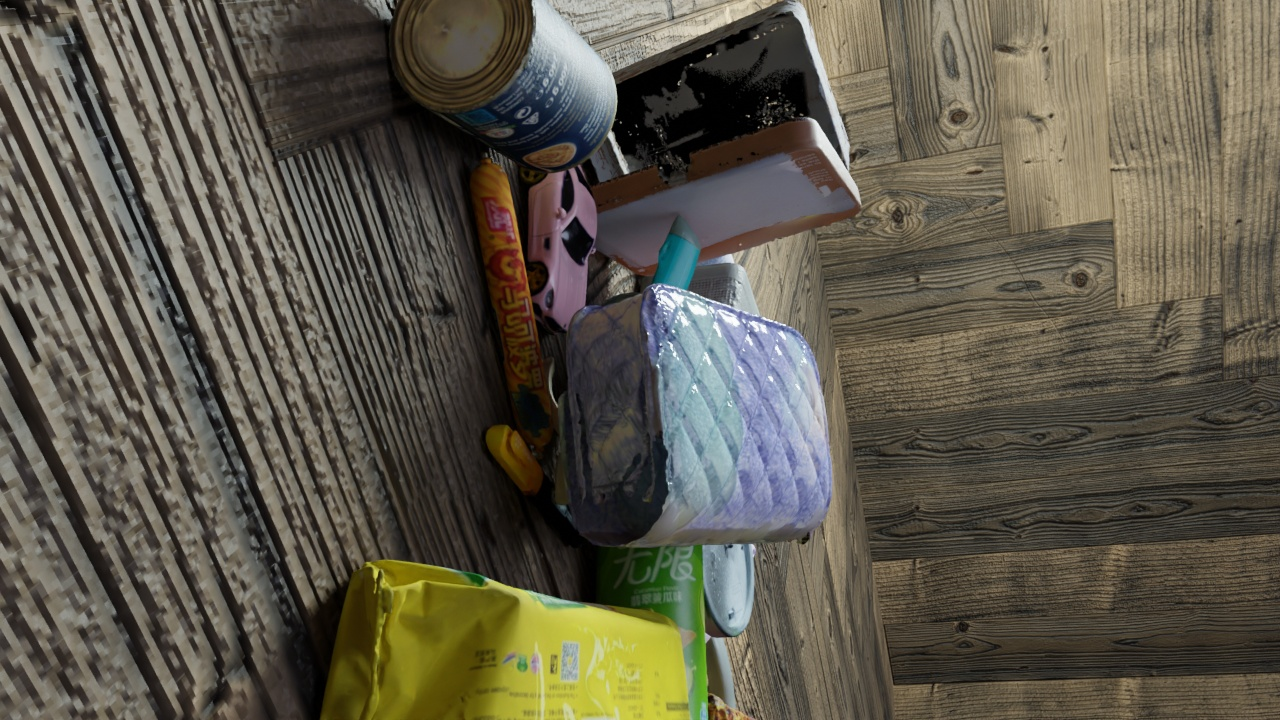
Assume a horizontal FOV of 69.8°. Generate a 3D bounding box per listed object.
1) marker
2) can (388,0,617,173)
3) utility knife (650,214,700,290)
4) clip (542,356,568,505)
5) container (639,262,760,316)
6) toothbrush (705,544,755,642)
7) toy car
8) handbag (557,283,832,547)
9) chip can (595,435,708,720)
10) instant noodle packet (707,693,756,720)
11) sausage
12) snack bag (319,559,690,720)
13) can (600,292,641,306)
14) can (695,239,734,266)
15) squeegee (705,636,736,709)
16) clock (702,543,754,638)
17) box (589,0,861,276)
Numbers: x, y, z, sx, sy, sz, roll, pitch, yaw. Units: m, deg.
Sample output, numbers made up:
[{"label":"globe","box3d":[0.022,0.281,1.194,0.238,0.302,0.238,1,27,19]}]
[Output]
[{"label":"marker","box3d":[-0.053,0.072,0.501,0.124,0.015,0.018,64,28,-50]},{"label":"can","box3d":[-0.065,-0.144,0.456,0.111,0.075,0.075,10,73,-72]},{"label":"utility knife","box3d":[-0.003,0.003,0.575,0.029,0.013,0.207,28,74,-23]},{"label":"clip","box3d":[-0.040,0.032,0.514,0.104,0.035,0.083,-83,157,-55]},{"label":"container","box3d":[0.046,-0.005,0.744,0.090,0.090,0.114,63,28,-46]},{"label":"toothbrush","box3d":[0.060,0.208,0.738,0.188,0.021,0.029,-50,137,-51]},{"label":"toy car","box3d":[-0.047,-0.075,0.554,0.056,0.037,0.122,42,44,-63]},{"label":"handbag","box3d":[0.037,0.038,0.524,0.193,0.076,0.134,14,66,-51]},{"label":"chip can","box3d":[0.006,0.150,0.562,0.072,0.073,0.221,52,33,-59]},{"label":"instant noodle packet","box3d":[0.078,0.323,0.692,0.128,0.044,0.110,42,45,-36]},{"label":"sausage","box3d":[-0.068,-0.028,0.486,0.021,0.021,0.165,-33,114,-72]},{"label":"snack bag","box3d":[-0.039,0.173,0.388,0.246,0.068,0.157,38,44,-60]},{"label":"can","box3d":[0.006,-0.003,0.643,0.094,0.067,0.066,38,46,-67]},{"label":"can","box3d":[0.064,-0.099,0.906,0.135,0.053,0.053,62,26,-50]},{"label":"squeegee","box3d":[0.071,0.326,0.756,0.246,0.039,0.246,36,48,-67]},{"label":"clock","box3d":[0.036,0.127,0.681,0.117,0.060,0.158,8,74,-65]},{"label":"box","box3d":[0.045,-0.135,0.635,0.153,0.183,0.177,65,22,-20]}]
